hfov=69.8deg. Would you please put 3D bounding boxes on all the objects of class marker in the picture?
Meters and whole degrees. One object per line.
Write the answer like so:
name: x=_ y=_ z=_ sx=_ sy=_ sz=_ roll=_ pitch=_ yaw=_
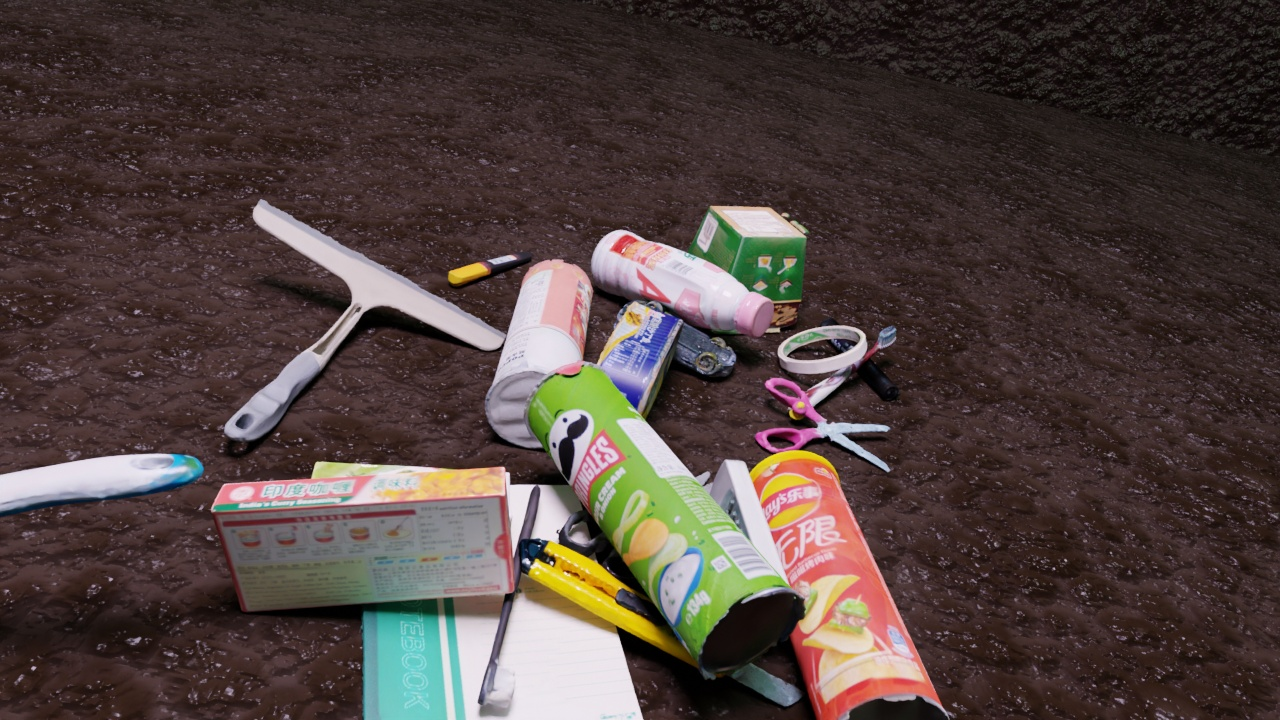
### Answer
marker: x=-0.155 y=-0.098 z=0.959 sx=0.018 sy=0.015 sz=0.123 roll=28 pitch=30 yaw=22
marker: x=0.222 y=-0.003 z=0.935 sx=0.022 sy=0.020 sz=0.132 roll=16 pitch=25 yaw=-30

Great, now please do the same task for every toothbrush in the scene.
toothbrush: x=0.198 y=0.008 z=0.883 sx=0.016 sy=0.017 sz=0.187 roll=28 pitch=42 yaw=34
toothbrush: x=-0.074 y=0.135 z=0.560 sx=0.018 sy=0.016 sz=0.180 roll=15 pitch=30 yaw=-7

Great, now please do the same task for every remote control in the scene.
remote control: x=0.069 y=0.126 z=0.615 sx=0.019 sy=0.056 sz=0.135 roll=7 pitch=31 yaw=-13

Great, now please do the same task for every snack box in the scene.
snack box: x=-0.152 y=0.102 z=0.520 sx=0.155 sy=0.077 sz=0.027 roll=-3 pitch=32 yaw=-5
snack box: x=0.109 y=-0.103 z=0.976 sx=0.117 sy=0.106 sz=0.118 roll=-4 pitch=33 yaw=-26

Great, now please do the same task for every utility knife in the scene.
utility knife: x=0.011 y=0.157 z=0.555 sx=0.197 sy=0.015 sz=0.033 roll=27 pitch=33 yaw=5

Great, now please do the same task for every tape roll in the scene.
tape roll: x=0.178 y=-0.011 z=0.902 sx=0.086 sy=0.014 sz=0.085 roll=-14 pitch=21 yaw=5

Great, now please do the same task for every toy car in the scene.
toy car: x=0.033 y=-0.018 z=0.872 sx=0.120 sy=0.037 sz=0.054 roll=27 pitch=24 yaw=5

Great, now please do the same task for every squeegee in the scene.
squeegee: x=-0.260 y=-0.004 z=0.733 sx=0.246 sy=0.039 sz=0.245 roll=29 pitch=35 yaw=-6

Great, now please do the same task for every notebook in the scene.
notebook: x=-0.093 y=0.147 z=0.563 sx=0.150 sy=0.012 sz=0.209 roll=1 pitch=32 yaw=-18

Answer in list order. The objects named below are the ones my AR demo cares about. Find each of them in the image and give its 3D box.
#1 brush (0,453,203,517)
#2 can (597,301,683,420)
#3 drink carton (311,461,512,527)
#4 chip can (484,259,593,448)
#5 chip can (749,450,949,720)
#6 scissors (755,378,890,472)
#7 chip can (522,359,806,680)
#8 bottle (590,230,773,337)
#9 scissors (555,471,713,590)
brush: x=-0.380 y=0.095 z=0.441 sx=0.314 sy=0.110 sz=0.060 roll=2 pitch=29 yaw=-18
can: x=-0.005 y=0.005 z=0.780 sx=0.049 sy=0.075 sz=0.147 roll=20 pitch=31 yaw=5
drink carton: x=-0.143 y=0.096 z=0.570 sx=0.122 sy=0.046 sz=0.053 roll=4 pitch=27 yaw=-13
chip can: x=-0.082 y=-0.014 z=0.785 sx=0.071 sy=0.071 sz=0.214 roll=10 pitch=29 yaw=-5
chip can: x=0.122 y=0.149 z=0.581 sx=0.073 sy=0.073 sz=0.216 roll=6 pitch=31 yaw=-12
scissors: x=0.155 y=0.062 z=0.797 sx=0.133 sy=0.017 sz=0.123 roll=35 pitch=44 yaw=20
chip can: x=0.005 y=0.090 z=0.582 sx=0.072 sy=0.072 sz=0.236 roll=-7 pitch=36 yaw=-31
bottle: x=0.041 y=-0.073 z=0.917 sx=0.197 sy=0.068 sz=0.068 roll=25 pitch=31 yaw=33
scissors: x=0.018 y=0.116 z=0.648 sx=0.173 sy=0.014 sz=0.140 roll=8 pitch=28 yaw=-27
